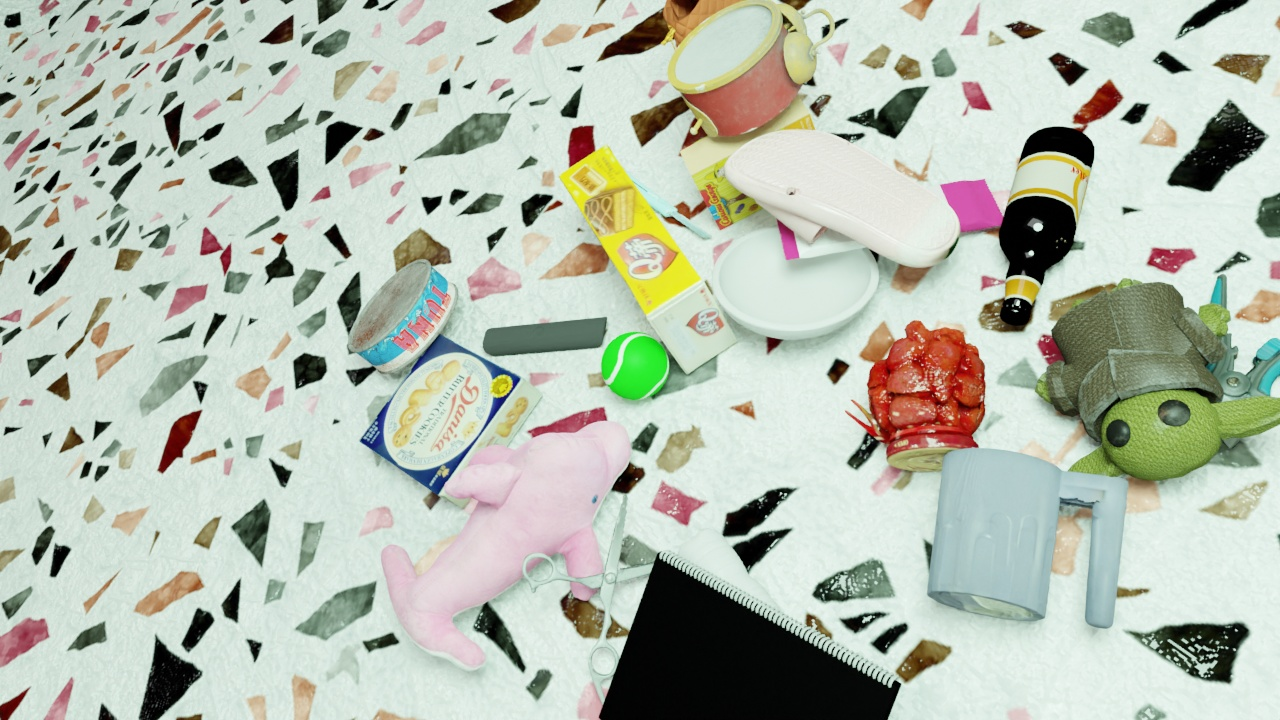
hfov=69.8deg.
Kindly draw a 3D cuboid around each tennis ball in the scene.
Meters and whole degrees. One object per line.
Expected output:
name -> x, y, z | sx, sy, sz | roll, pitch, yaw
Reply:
tennis ball -> -0.005, 0.005, 0.874 | 0.065, 0.065, 0.065 | -13, 56, 19

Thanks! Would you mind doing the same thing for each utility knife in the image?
utility knife -> 0.022, -0.169, 1.002 | 0.022, 0.015, 0.165 | -23, 46, -29

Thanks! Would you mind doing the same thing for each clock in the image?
clock -> 0.110, -0.276, 0.864 | 0.159, 0.081, 0.117 | -26, 42, 20

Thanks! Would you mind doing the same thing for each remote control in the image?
remote control -> -0.101, -0.026, 0.973 | 0.147, 0.015, 0.033 | -4, 59, 24

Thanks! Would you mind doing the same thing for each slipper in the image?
slipper -> 0.180, -0.146, 0.825 | 0.222, 0.056, 0.106 | 31, 60, 23

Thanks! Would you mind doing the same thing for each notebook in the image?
notebook -> 0.072, 0.251, 0.681 | 0.207, 0.016, 0.149 | 22, 95, 35

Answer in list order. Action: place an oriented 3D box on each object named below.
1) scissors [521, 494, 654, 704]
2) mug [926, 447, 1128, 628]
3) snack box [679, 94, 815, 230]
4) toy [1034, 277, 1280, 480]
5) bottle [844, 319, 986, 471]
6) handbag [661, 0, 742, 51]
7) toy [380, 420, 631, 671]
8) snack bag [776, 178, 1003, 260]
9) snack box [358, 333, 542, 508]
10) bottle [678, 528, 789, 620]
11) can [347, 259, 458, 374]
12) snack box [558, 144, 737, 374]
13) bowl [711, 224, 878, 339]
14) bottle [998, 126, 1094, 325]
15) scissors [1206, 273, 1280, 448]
scissors -> -0.031, 0.198, 0.771 | 0.141, 0.014, 0.175 | 8, 77, -7
mug -> 0.271, 0.127, 0.648 | 0.124, 0.084, 0.103 | 6, 68, 26
snack box -> 0.117, -0.200, 0.925 | 0.126, 0.088, 0.040 | -26, 53, 10
toy -> 0.363, 0.013, 0.670 | 0.180, 0.078, 0.152 | -31, 47, 36
bottle -> 0.224, 0.029, 0.736 | 0.099, 0.099, 0.111 | -6, 69, 23
handbag -> 0.077, -0.330, 0.972 | 0.060, 0.172, 0.108 | 8, 65, 30
toy -> -0.121, 0.137, 0.807 | 0.265, 0.128, 0.186 | -44, 57, -7
snack bag -> 0.227, -0.130, 0.848 | 0.196, 0.016, 0.070 | -9, 45, 6
snack box -> -0.198, 0.059, 0.951 | 0.145, 0.042, 0.144 | 24, 73, 36
bottle -> 0.081, 0.194, 0.728 | 0.044, 0.044, 0.136 | -40, 52, -1
can -> -0.265, -0.049, 1.023 | 0.130, 0.044, 0.129 | -31, 35, 24
snack box -> 0.004, -0.104, 0.908 | 0.062, 0.110, 0.230 | -33, 52, 4
bowl -> 0.142, -0.066, 0.848 | 0.149, 0.043, 0.149 | -6, 45, 6
bottle -> 0.337, -0.111, 0.779 | 0.059, 0.059, 0.181 | 10, 66, 31
scissors -> 0.450, -0.008, 0.686 | 0.155, 0.019, 0.124 | -29, 52, 6
